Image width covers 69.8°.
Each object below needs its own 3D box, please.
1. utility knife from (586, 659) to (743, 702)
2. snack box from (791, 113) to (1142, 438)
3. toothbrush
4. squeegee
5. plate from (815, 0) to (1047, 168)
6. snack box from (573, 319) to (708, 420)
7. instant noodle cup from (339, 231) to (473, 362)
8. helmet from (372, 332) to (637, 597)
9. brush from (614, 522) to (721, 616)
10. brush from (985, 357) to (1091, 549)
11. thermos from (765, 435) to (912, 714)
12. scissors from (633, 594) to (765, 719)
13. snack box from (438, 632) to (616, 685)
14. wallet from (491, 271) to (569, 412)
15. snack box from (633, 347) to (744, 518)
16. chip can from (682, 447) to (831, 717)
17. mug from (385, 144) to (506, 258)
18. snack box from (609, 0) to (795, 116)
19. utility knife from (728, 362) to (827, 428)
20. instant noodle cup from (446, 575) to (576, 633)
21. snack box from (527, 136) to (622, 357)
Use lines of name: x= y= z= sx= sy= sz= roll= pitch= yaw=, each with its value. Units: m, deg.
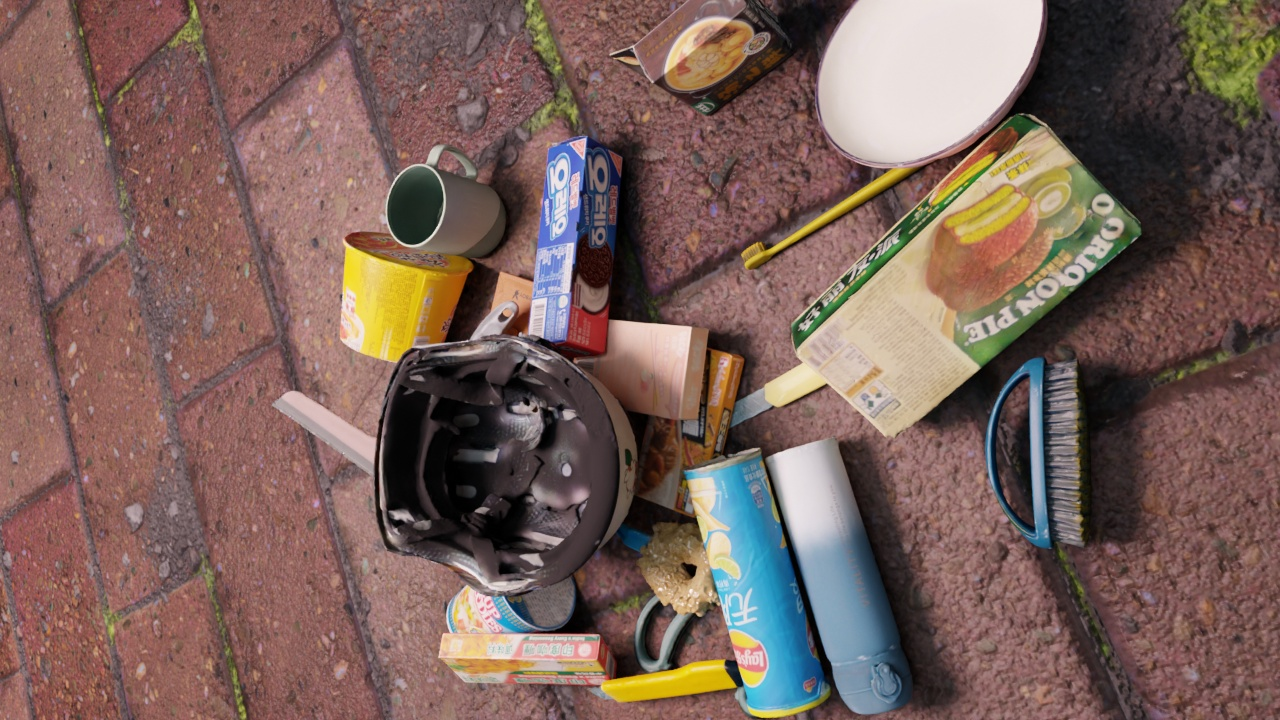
utility knife: x=0.023 y=0.295 z=0.844 sx=0.171 sy=0.015 sz=0.033 roll=-19 pitch=114 yaw=28
snack box: x=0.238 y=-0.060 z=0.700 sx=0.114 sy=0.063 sz=0.241 roll=39 pitch=111 yaw=-13
toothbrush: x=0.169 y=-0.133 z=0.800 sx=0.190 sy=0.015 sz=0.016 roll=-30 pitch=67 yaw=26
squeegee: x=-0.205 y=0.028 z=0.955 sx=0.247 sy=0.040 sz=0.250 roll=39 pitch=105 yaw=-12
plate: x=0.232 y=-0.238 z=0.733 sx=0.193 sy=0.039 sz=0.192 roll=-18 pitch=62 yaw=39
snack box: x=-0.005 y=0.005 z=0.865 sx=0.157 sy=0.026 sz=0.084 roll=8 pitch=91 yaw=46
instant noodle cup: x=-0.258 y=-0.066 z=0.985 sx=0.138 sy=0.137 sz=0.110 roll=26 pitch=109 yaw=28
helmet: x=-0.109 y=0.093 z=0.851 sx=0.274 sy=0.156 sz=0.230 roll=2 pitch=88 yaw=26
brush: x=-0.018 y=0.163 z=0.880 sx=0.255 sy=0.045 sz=0.083 roll=20 pitch=99 yaw=39
brush: x=0.300 y=0.070 z=0.693 sx=0.074 sy=0.055 sz=0.144 roll=-3 pitch=87 yaw=30
thermos: x=0.166 y=0.176 z=0.760 sx=0.070 sy=0.070 sz=0.220 roll=-23 pitch=76 yaw=27
scissors: x=0.055 y=0.249 z=0.850 sx=0.181 sy=0.019 sz=0.170 roll=-19 pitch=80 yaw=29
snack box: x=-0.107 y=0.287 z=0.883 sx=0.156 sy=0.077 sz=0.027 roll=-3 pitch=54 yaw=11
wallet: x=-0.119 y=-0.017 z=0.956 sx=0.108 sy=0.031 sz=0.132 roll=21 pitch=98 yaw=27
snack box: x=0.043 y=0.062 z=0.856 sx=0.075 sy=0.026 sz=0.154 roll=15 pitch=95 yaw=34
chip can: x=0.097 y=0.184 z=0.771 sx=0.071 sy=0.071 sz=0.210 roll=-17 pitch=87 yaw=28
mug: x=-0.198 y=-0.167 z=0.962 sx=0.082 sy=0.106 sz=0.112 roll=8 pitch=92 yaw=31
snack box: x=0.057 y=-0.273 z=0.815 sx=0.126 sy=0.113 sz=0.053 roll=-33 pitch=72 yaw=25
utility knife: x=0.146 y=0.012 z=0.806 sx=0.213 sy=0.022 sz=0.031 roll=-30 pitch=69 yaw=25
instant noodle cup: x=-0.136 y=0.245 z=0.923 sx=0.110 sy=0.099 sz=0.099 roll=-39 pitch=70 yaw=31
snack box: x=-0.063 y=-0.110 z=0.887 sx=0.057 sy=0.058 sz=0.207 roll=-5 pitch=75 yaw=40
